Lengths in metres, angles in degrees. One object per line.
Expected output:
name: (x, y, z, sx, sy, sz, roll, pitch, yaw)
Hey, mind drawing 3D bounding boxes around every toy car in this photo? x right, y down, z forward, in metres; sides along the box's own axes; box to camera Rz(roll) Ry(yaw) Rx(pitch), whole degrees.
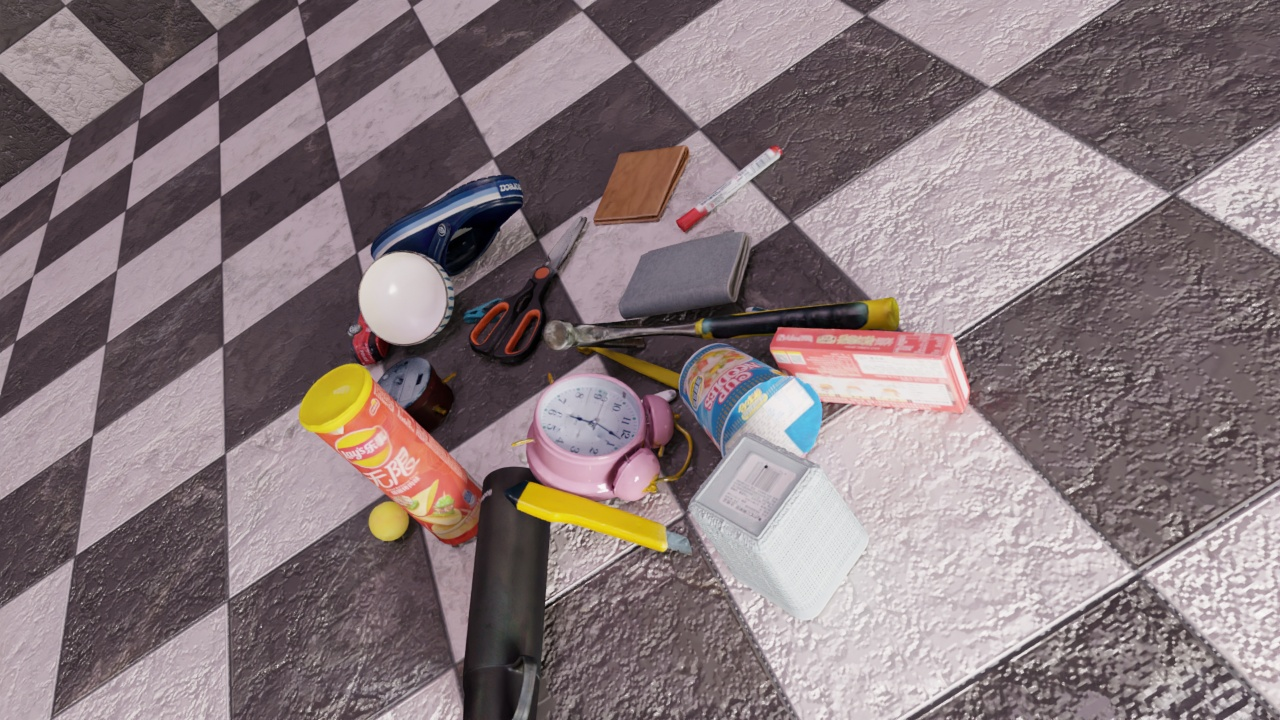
toy car: (-0.345, -0.050, 1.189, 0.045, 0.053, 0.120, -5, 55, 2)

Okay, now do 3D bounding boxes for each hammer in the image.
hammer: (0.076, -0.033, 0.862, 0.324, 0.126, 0.032, -3, 90, 25)

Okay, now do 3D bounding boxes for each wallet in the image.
wallet: (0.000, -0.216, 1.134, 0.101, 0.020, 0.115, 1, 57, 36)
wallet: (0.050, -0.089, 0.973, 0.130, 0.037, 0.106, -8, 41, 30)

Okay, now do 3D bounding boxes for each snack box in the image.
snack box: (0.190, 0.007, 0.770, 0.153, 0.075, 0.025, 4, 54, 36)

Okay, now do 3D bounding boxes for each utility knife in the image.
utility knife: (-0.037, 0.140, 0.803, 0.177, 0.015, 0.033, 16, 42, 12)

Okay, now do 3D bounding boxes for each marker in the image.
marker: (0.102, -0.197, 1.050, 0.145, 0.017, 0.017, -38, 42, -1)

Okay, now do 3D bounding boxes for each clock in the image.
clock: (-0.029, 0.072, 0.846, 0.158, 0.060, 0.117, 16, 48, 7)
clock: (-0.271, 0.045, 1.055, 0.122, 0.055, 0.081, -15, 47, 23)

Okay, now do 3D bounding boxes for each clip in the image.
clip: (-0.193, -0.058, 1.124, 0.055, 0.013, 0.034, -16, 46, 22)

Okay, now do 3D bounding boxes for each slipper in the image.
slipper: (-0.242, -0.160, 1.194, 0.254, 0.104, 0.095, -22, 85, 35)

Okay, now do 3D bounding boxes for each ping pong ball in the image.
ping pong ball: (-0.261, 0.167, 0.952, 0.040, 0.040, 0.040, -18, 46, 19)

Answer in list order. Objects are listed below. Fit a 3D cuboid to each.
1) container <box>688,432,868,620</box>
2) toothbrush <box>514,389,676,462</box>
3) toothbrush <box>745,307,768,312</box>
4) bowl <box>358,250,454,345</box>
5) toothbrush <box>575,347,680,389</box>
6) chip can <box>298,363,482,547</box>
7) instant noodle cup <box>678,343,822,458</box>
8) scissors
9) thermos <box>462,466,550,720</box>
container: (0.103, 0.123, 0.699, 0.090, 0.111, 0.089, 25, 70, 44)
toothbrush: (-0.047, 0.064, 0.919, 0.180, 0.016, 0.016, -23, 48, 15)
toothbrush: (0.172, -0.024, 0.854, 0.192, 0.016, 0.018, 19, 76, 42)
bowl: (-0.285, -0.078, 1.148, 0.116, 0.116, 0.066, -27, 0, 10)
toothbrush: (-0.006, 0.006, 0.945, 0.190, 0.016, 0.015, 21, 66, 42)
chip can: (-0.221, 0.093, 0.860, 0.073, 0.216, 0.073, -17, 46, 18)
instant noodle cup: (0.087, 0.038, 0.805, 0.099, 0.099, 0.110, -41, 35, -4)
scissors: (-0.109, -0.085, 1.094, 0.234, 0.022, 0.139, -43, 50, -13)
thermos: (-0.107, 0.205, 0.792, 0.090, 0.068, 0.242, -44, 35, 37)
